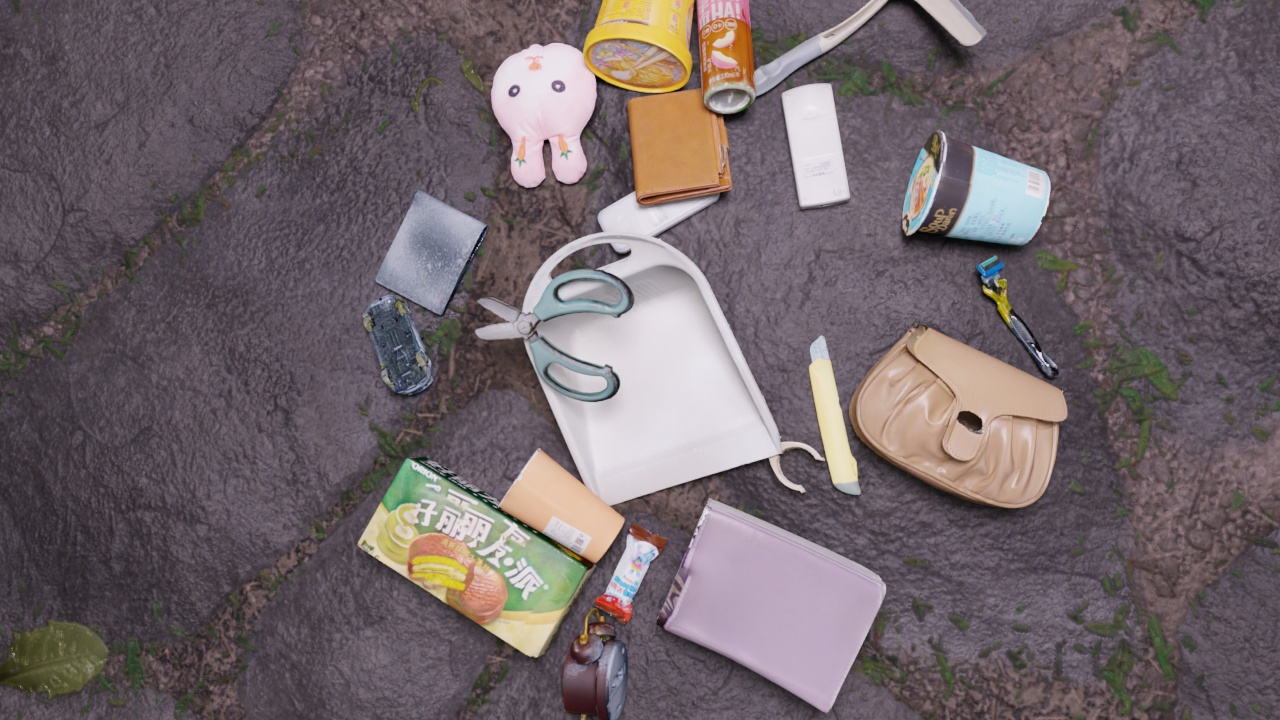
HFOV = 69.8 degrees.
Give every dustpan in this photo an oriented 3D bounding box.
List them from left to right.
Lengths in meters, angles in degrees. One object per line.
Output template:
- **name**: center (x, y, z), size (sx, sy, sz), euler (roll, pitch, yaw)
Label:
- **dustpan**: center (-0.006, 0.006, 0.950), size (0.223, 0.142, 0.257), euler (-19, 80, 15)

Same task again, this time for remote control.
- **remote control**: center (0.020, -0.173, 1.029), size (0.136, 0.020, 0.056), euler (-30, 83, 3)
- **remote control**: center (0.192, -0.236, 1.008), size (0.056, 0.019, 0.135), euler (-10, 85, 8)

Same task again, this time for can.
- **can**: center (0.092, -0.345, 0.997), size (0.058, 0.058, 0.147), euler (-4, 72, 8)

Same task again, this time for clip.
- **clip**: center (0.157, 0.091, 0.986), size (0.089, 0.035, 0.104), euler (-38, 74, 8)

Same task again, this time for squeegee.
- **squeegee**: center (0.201, -0.353, 1.006), size (0.247, 0.039, 0.246), euler (-34, 64, 11)

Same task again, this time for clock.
- **clock**: center (-0.048, 0.325, 0.974), size (0.055, 0.082, 0.122), euler (0, 93, 14)

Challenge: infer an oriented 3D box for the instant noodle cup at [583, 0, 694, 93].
- **instant noodle cup**: center (0.005, -0.371, 1.001), size (0.118, 0.118, 0.114), euler (9, 80, 9)

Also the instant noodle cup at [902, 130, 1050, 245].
- **instant noodle cup**: center (0.347, -0.168, 0.945), size (0.120, 0.111, 0.111), euler (14, 88, 0)

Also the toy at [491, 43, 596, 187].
- **toy**: center (-0.107, -0.279, 1.042), size (0.121, 0.054, 0.159), euler (-5, 93, 8)

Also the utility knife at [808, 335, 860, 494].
- **utility knife**: center (0.206, 0.059, 0.988), size (0.031, 0.019, 0.175), euler (-11, 86, 3)

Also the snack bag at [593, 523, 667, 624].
- **snack bag**: center (-0.011, 0.233, 1.003), size (0.045, 0.026, 0.105), euler (25, 88, 13)

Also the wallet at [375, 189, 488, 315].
- **wallet**: center (-0.244, -0.125, 1.067), size (0.097, 0.019, 0.121), euler (28, 92, 11)

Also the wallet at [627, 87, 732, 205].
- **wallet**: center (0.043, -0.238, 1.010), size (0.108, 0.031, 0.131), euler (-8, 68, 7)

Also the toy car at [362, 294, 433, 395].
- **toy car**: center (-0.278, -0.018, 1.056), size (0.054, 0.037, 0.120), euler (-28, 73, 6)

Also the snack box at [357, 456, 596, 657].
- **snack box**: center (-0.179, 0.212, 1.010), size (0.240, 0.063, 0.114), euler (30, 90, 9)

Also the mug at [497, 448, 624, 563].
- **mug**: center (-0.083, 0.161, 0.992), size (0.123, 0.078, 0.078), euler (35, 91, 1)

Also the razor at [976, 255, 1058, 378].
- **razor**: center (0.396, -0.042, 0.966), size (0.042, 0.022, 0.142), euler (-27, 84, -39)

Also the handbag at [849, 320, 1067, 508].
- **handbag**: center (0.323, 0.058, 0.929), size (0.204, 0.100, 0.147), euler (26, 87, 6)

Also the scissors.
- **scissors**: center (-0.082, -0.016, 0.936), size (0.175, 0.019, 0.177), euler (-11, 112, 11)

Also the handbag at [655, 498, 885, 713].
- **handbag**: center (0.132, 0.248, 0.945), size (0.197, 0.098, 0.145), euler (24, 88, 8)
